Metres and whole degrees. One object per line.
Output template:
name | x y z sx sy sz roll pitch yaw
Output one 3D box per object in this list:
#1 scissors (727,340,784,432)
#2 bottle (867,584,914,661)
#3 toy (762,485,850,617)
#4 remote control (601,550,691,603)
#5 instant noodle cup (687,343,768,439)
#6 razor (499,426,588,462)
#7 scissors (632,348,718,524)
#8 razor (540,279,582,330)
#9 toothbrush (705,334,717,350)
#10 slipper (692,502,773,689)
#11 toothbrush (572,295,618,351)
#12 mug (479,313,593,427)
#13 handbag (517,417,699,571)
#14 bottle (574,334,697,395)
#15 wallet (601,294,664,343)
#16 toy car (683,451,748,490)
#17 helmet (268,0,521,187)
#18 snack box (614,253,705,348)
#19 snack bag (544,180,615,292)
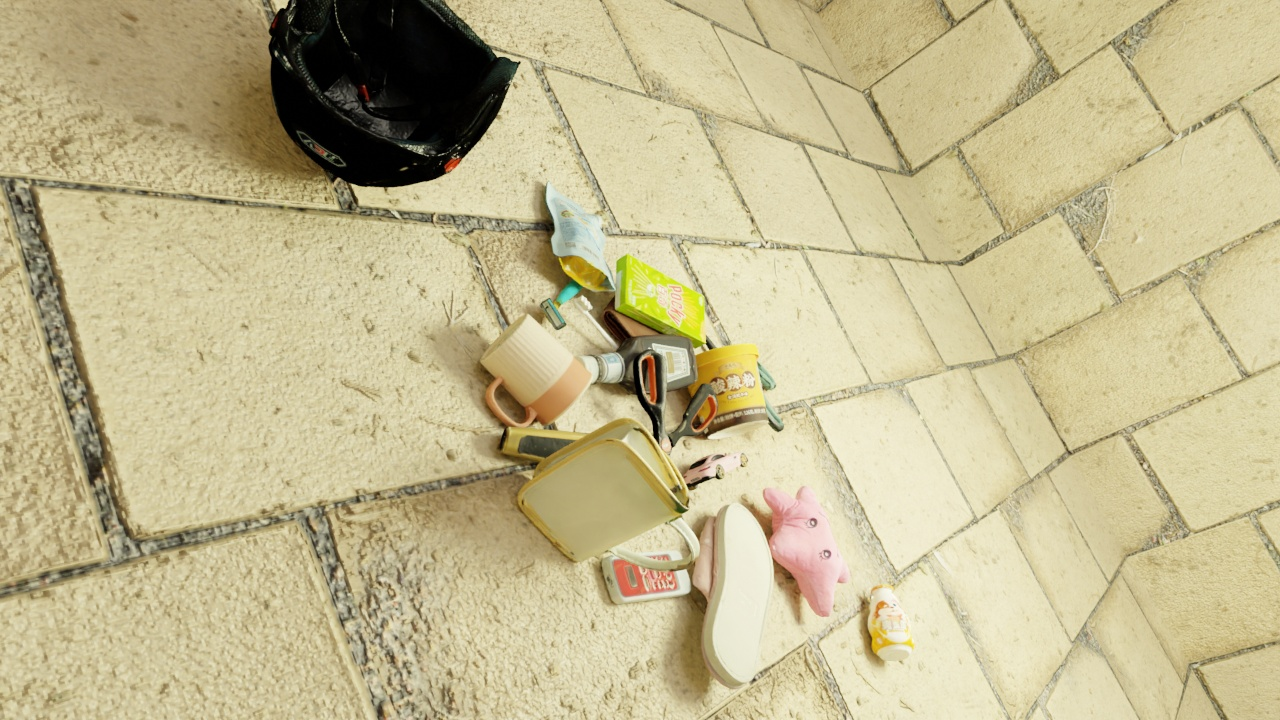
scissors | 0.193 0.047 1.459 0.171 0.019 0.169 30 32 -56
bottle | 0.377 0.397 1.394 0.063 0.063 0.108 32 39 -33
toy | 0.233 0.268 1.305 0.178 0.075 0.194 3 61 -51
remote control | 0.009 0.252 1.075 0.135 0.020 0.055 10 54 -49
instant noodle cup | 0.125 0.047 1.325 0.118 0.119 0.114 4 68 -51
razor | -0.087 0.101 1.046 0.167 0.068 0.062 13 91 -40
scissors | 0.039 0.092 1.192 0.227 0.022 0.221 -18 91 -44
razor | -0.099 -0.084 1.216 0.043 0.028 0.132 55 28 -15
toothbrush | 0.135 0.011 1.444 0.212 0.026 0.027 55 -7 -2
slipper | 0.110 0.289 1.145 0.114 0.055 0.273 43 32 -20
toothbrush | -0.032 -0.020 1.237 0.180 0.016 0.016 51 31 -27
mug | -0.129 0.021 1.050 0.106 0.082 0.114 46 64 -14
handbag | -0.021 0.160 0.983 0.179 0.164 0.063 51 32 -12
bottle | -0.007 0.007 1.218 0.194 0.044 0.080 -5 84 -42
wallet | 0.004 -0.051 1.306 0.124 0.032 0.101 50 44 -14
toy car | 0.102 0.146 1.258 0.122 0.056 0.037 -12 79 -56
helmet | -0.277 -0.296 0.983 0.233 0.231 0.273 38 46 -12
snack box | 0.030 -0.083 1.306 0.156 0.026 0.085 25 52 -35
snack bag | -0.086 -0.175 1.291 0.110 0.039 0.190 23 32 -28
